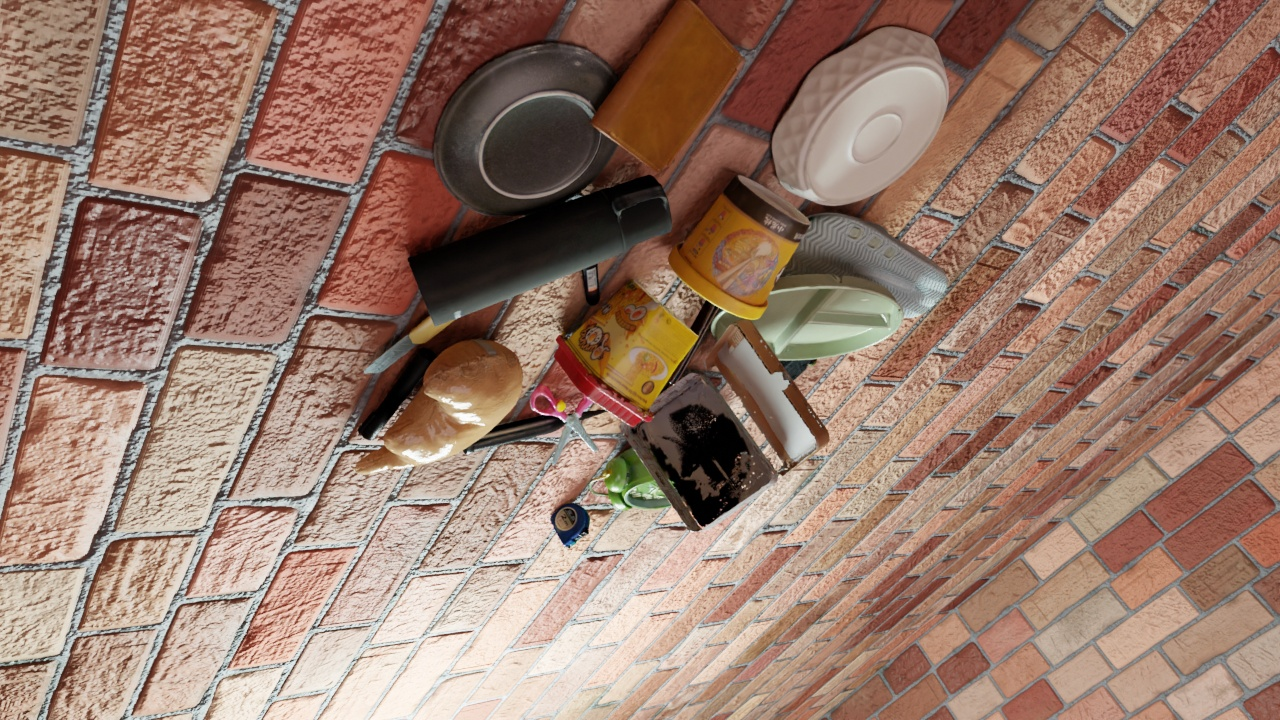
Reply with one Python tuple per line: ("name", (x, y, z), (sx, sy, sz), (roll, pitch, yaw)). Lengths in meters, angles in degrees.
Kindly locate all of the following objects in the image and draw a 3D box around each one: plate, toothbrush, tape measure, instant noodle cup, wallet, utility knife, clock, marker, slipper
("plate", (0.236, -0.244, 0.961), (0.204, 0.045, 0.205), (-20, 144, -15))
("plate", (0.200, -0.051, 1.112), (0.230, 0.027, 0.230), (0, 159, 0))
("toothbrush", (-0.116, 0.077, 1.126), (0.212, 0.027, 0.026), (-13, -173, -26))
("tape measure", (-0.098, 0.233, 1.311), (0.054, 0.058, 0.025), (-38, 146, 4))
("instant noodle cup", (0.108, -0.123, 0.964), (0.118, 0.118, 0.115), (11, 119, -45))
("wallet", (0.031, -0.235, 0.813), (0.131, 0.035, 0.119), (-52, 147, 10))
("instant noodle cup", (-0.012, -0.012, 1.010), (0.124, 0.116, 0.116), (-49, 127, 6))
("utility knife", (-0.192, -0.047, 0.911), (0.208, 0.021, 0.031), (-42, 142, 5))
("clock", (0.007, 0.166, 1.284), (0.161, 0.056, 0.116), (-8, 148, 1))
("plate", (-0.090, -0.191, 0.800), (0.179, 0.024, 0.180), (-20, 144, -15))
("wallet", (0.069, -0.036, 1.057), (0.122, 0.020, 0.096), (-61, 180, 19))
("marker", (-0.258, 0.036, 0.970), (0.022, 0.020, 0.132), (25, 121, -33))
("marker", (-0.054, -0.098, 0.958), (0.018, 0.015, 0.124), (-21, 148, -12))
("slipper", (0.269, -0.121, 1.114), (0.245, 0.074, 0.104), (16, 122, -27))

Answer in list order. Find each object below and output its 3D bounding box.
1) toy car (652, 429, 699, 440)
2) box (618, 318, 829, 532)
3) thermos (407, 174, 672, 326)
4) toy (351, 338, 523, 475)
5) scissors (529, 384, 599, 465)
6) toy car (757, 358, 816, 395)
("toy car", (0.061, 0.111, 1.296), (0.106, 0.031, 0.049), (9, 134, -28))
("box", (0.110, 0.085, 1.143), (0.132, 0.179, 0.272), (-17, 158, -50))
("thermos", (-0.091, -0.110, 0.850), (0.242, 0.068, 0.090), (-23, 171, -9))
("toy", (-0.215, 0.064, 0.984), (0.227, 0.082, 0.143), (-45, 153, 27))
("scissors", (-0.079, 0.066, 1.118), (0.131, 0.017, 0.133), (-42, 127, -8))
("toy car", (0.201, 0.009, 1.270), (0.120, 0.037, 0.054), (-39, 146, -6))
